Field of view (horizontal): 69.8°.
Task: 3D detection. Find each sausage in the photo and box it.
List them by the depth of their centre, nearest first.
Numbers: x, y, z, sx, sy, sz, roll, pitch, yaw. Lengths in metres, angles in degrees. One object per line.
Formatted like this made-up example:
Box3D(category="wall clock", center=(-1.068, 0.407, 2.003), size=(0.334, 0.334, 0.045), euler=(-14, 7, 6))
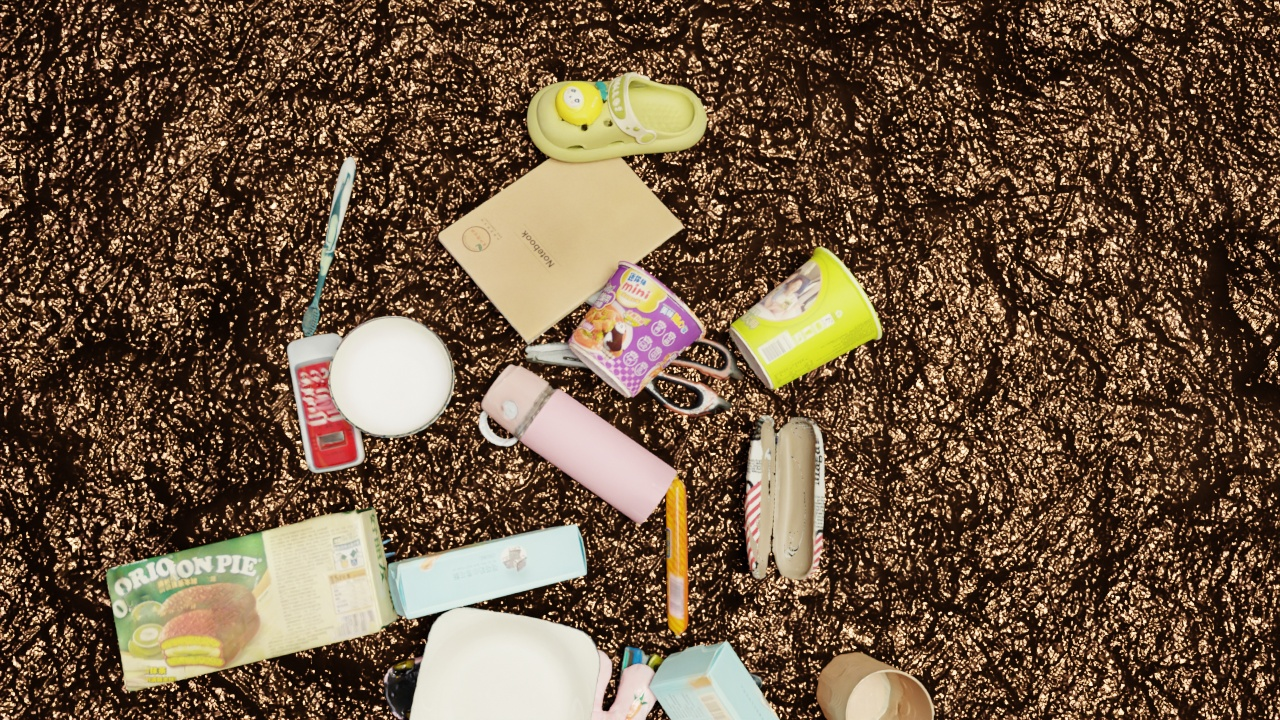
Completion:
Box3D(category="sausage", center=(0.037, 0.196, 0.925), size=(0.021, 0.021, 0.165), euler=(1, 83, -6))

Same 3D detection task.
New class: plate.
Box3D(category="plate", center=(-0.125, 0.316, 0.848), size=(0.164, 0.034, 0.163), euler=(11, 84, 1))

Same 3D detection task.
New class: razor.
Box3D(category="razor", center=(0.051, 0.310, 0.912), size=(0.142, 0.022, 0.043), euler=(8, 97, -4))

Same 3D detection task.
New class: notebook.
Box3D(category="notebook", center=(-0.080, -0.132, 0.940), size=(0.207, 0.008, 0.148), euler=(-38, 80, -16))

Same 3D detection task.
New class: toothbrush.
Box3D(category="toothbrush", center=(-0.317, -0.117, 0.932), size=(0.016, 0.018, 0.191), euler=(12, 82, -4))

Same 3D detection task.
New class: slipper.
Box3D(category="slipper", center=(-0.021, -0.261, 0.942), size=(0.190, 0.082, 0.091), euler=(-4, 70, -12))

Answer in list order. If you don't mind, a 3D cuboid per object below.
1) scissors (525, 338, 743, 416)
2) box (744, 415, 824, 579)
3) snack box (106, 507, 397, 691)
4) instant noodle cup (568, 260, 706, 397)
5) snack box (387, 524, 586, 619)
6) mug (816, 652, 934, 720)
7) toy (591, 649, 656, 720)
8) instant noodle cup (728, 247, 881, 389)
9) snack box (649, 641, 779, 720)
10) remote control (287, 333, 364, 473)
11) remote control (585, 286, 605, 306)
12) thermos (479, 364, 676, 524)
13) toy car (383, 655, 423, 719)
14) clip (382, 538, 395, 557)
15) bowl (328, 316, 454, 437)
Box3D(category="scissors", center=(-0.010, 0.017, 0.946), size=(0.208, 0.015, 0.185), euler=(-30, 86, -9))
Box3D(category="box", center=(0.151, 0.137, 0.920), size=(0.087, 0.076, 0.163), euler=(-1, 80, 14))
Box3D(category="snack box", center=(-0.357, 0.219, 0.852), size=(0.240, 0.063, 0.114), euler=(-14, 84, 0))
Box3D(category="instant noodle cup", center=(-0.009, -0.026, 0.894), size=(0.111, 0.112, 0.099), euler=(41, 81, 0))
Box3D(category="snack box", center=(-0.144, 0.196, 0.860), size=(0.174, 0.074, 0.051), euler=(-9, 82, -23))
Box3D(category="mug", center=(0.208, 0.345, 0.882), size=(0.124, 0.103, 0.084), euler=(-44, 89, -9))
Box3D(category="toy", center=(-0.043, 0.362, 0.878), size=(0.121, 0.054, 0.159), euler=(14, 85, 5))
Box3D(category="instant noodle cup", center=(0.160, -0.035, 0.929), size=(0.123, 0.111, 0.111), euler=(-34, 87, 0))
Box3D(category="snack box", center=(0.089, 0.352, 0.866), size=(0.175, 0.074, 0.051), euler=(58, 39, -7))
Box3D(category="remote control", center=(-0.313, 0.042, 0.912), size=(0.056, 0.020, 0.136), euler=(-11, 85, -6))
Box3D(category="remote control", center=(-0.070, -0.098, 0.950), size=(0.125, 0.024, 0.049), euler=(31, 79, 0))
Box3D(category="thermos", center=(-0.068, 0.088, 0.911), size=(0.198, 0.067, 0.087), euler=(33, 111, -1))
Box3D(category="toy car", center=(-0.185, 0.304, 0.884), size=(0.122, 0.037, 0.056), euler=(-15, 83, -3))
Box3D(category="clip", center=(-0.270, 0.192, 0.896), size=(0.058, 0.026, 0.038), euler=(-16, 87, -5))
Box3D(category="bowl", center=(-0.239, 0.019, 0.898), size=(0.116, 0.066, 0.116), euler=(1, 83, -7))
